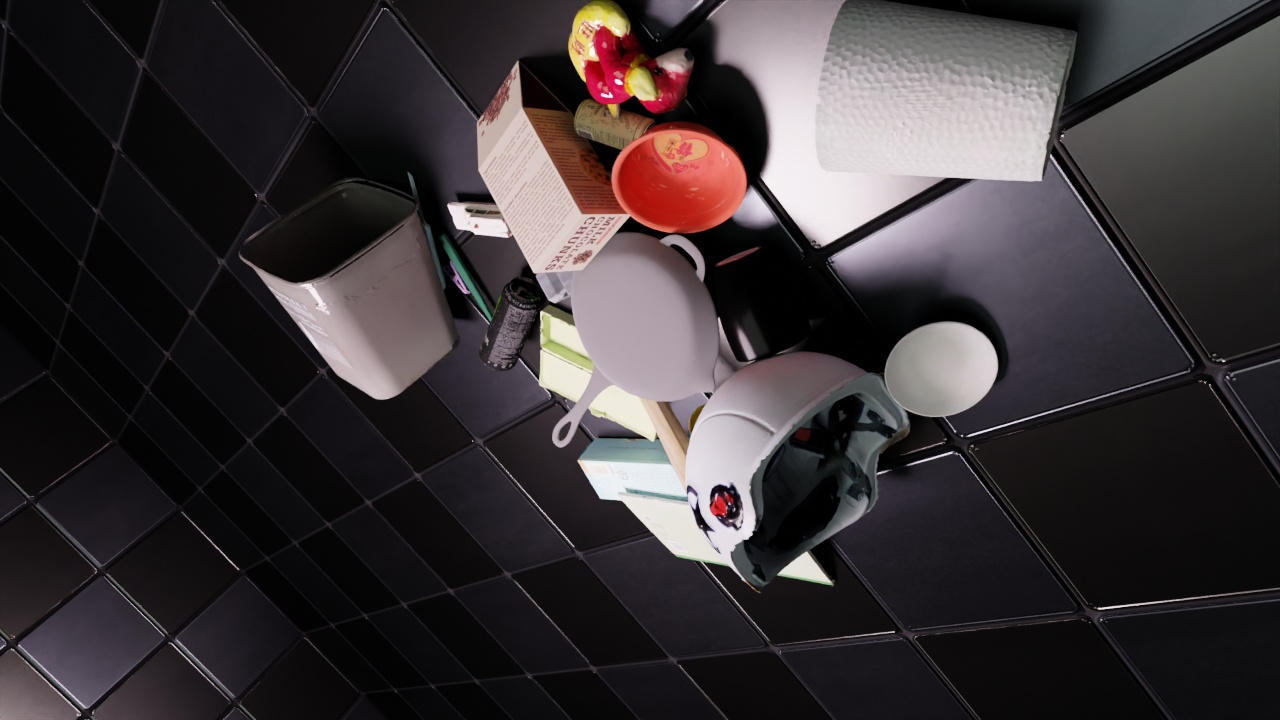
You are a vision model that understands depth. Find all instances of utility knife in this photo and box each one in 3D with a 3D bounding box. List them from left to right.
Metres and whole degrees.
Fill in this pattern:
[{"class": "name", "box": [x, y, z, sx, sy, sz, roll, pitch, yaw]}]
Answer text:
[{"class": "utility knife", "box": [-0.283, -0.169, 1.219, 0.022, 0.015, 0.177, 25, 136, 36]}]

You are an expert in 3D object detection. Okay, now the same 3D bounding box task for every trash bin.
[{"class": "trash bin", "box": [-0.368, -0.089, 1.221, 0.197, 0.197, 0.220, 24, 145, 38]}, {"class": "trash bin", "box": [0.229, -0.198, 0.690, 0.161, 0.133, 0.133, 14, 133, 23]}]

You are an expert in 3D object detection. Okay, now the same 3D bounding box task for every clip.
[{"class": "clip", "box": [-0.246, -0.117, 1.235, 0.050, 0.014, 0.046, 35, 137, 13]}]

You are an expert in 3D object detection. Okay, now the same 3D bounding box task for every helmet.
[{"class": "helmet", "box": [0.141, 0.090, 0.955, 0.164, 0.236, 0.264, 39, 148, 35]}]

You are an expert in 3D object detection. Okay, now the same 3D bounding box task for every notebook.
[{"class": "notebook", "box": [0.112, 0.237, 1.219, 0.253, 0.010, 0.182, 2, 143, 37]}]

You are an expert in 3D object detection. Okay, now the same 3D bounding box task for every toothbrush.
[{"class": "toothbrush", "box": [-0.215, -0.088, 1.233, 0.016, 0.017, 0.190, -9, 118, 44]}]

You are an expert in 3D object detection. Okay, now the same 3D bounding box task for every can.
[{"class": "can", "box": [-0.169, -0.045, 1.191, 0.054, 0.053, 0.138, 36, 131, 8]}, {"class": "can", "box": [-0.024, -0.235, 0.926, 0.079, 0.038, 0.038, 24, 137, 21]}]

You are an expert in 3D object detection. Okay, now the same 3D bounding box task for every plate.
[{"class": "plate", "box": [0.286, 0.004, 0.881, 0.104, 0.026, 0.104, 2, 119, 4]}]

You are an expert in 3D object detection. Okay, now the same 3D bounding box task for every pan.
[{"class": "pan", "box": [-0.032, -0.003, 1.026, 0.216, 0.024, 0.356, 45, 132, 11]}]

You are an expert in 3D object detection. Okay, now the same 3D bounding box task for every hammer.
[{"class": "hammer", "box": [-0.006, 0.006, 1.058, 0.118, 0.051, 0.323, -27, 92, 48]}]

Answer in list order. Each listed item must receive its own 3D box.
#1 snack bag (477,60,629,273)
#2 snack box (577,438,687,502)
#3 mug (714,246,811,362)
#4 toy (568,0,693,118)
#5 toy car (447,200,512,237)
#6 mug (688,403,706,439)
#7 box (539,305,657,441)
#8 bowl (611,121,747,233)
[{"class": "snack bag", "box": [-0.107, -0.205, 0.965, 0.095, 0.069, 0.206, -43, 68, 38]}, {"class": "snack box", "box": [0.002, 0.149, 1.241, 0.175, 0.053, 0.075, -3, 125, 42]}, {"class": "mug", "box": [0.113, -0.061, 0.951, 0.100, 0.084, 0.119, 67, 166, -10]}, {"class": "toy", "box": [-0.016, -0.276, 0.867, 0.137, 0.067, 0.106, 36, 142, 19]}, {"class": "toy car", "box": [-0.193, -0.171, 1.120, 0.113, 0.038, 0.039, 10, 131, 33]}, {"class": "mug", "box": [0.095, 0.117, 1.124, 0.078, 0.078, 0.122, 25, 142, 20]}, {"class": "box", "box": [-0.051, 0.018, 1.186, 0.187, 0.024, 0.137, 24, 131, 21]}, {"class": "bowl", "box": [0.039, -0.185, 0.892, 0.130, 0.045, 0.131, 4, 143, 3]}]
